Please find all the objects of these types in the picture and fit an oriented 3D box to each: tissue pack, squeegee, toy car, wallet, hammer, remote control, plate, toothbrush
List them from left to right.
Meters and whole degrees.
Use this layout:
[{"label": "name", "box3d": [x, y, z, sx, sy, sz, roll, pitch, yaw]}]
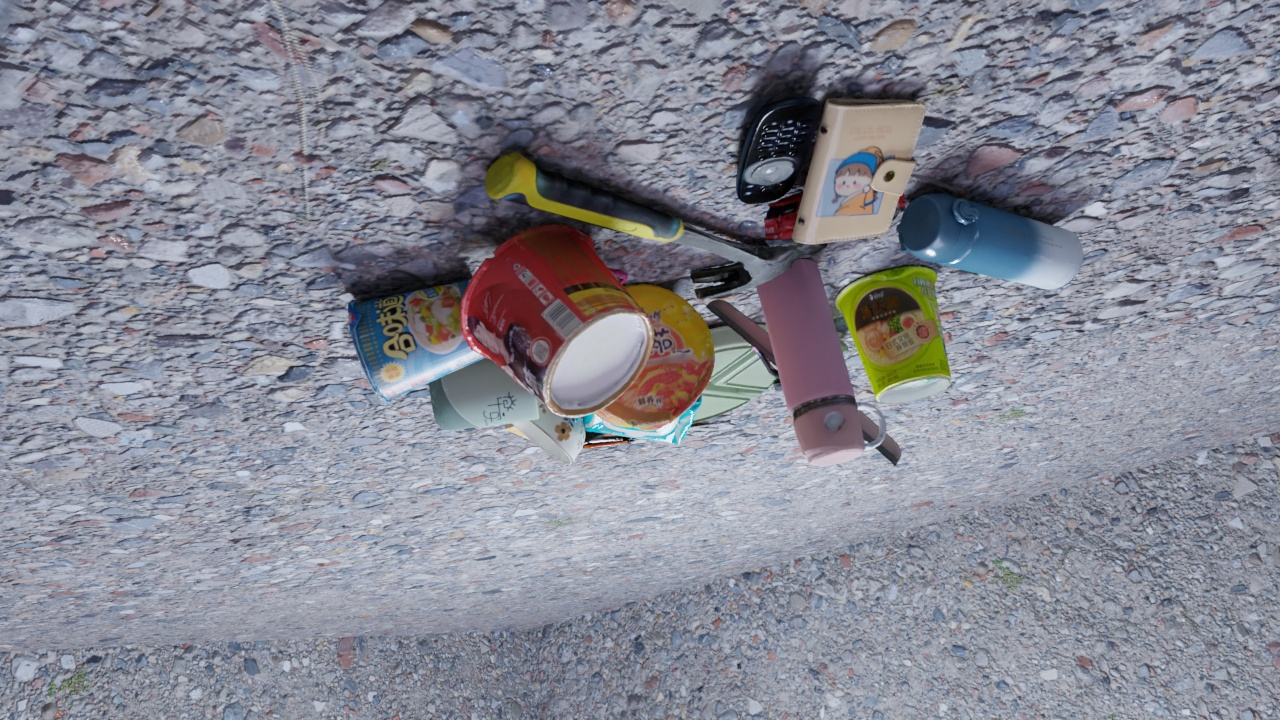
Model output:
[{"label": "tissue pack", "box3d": [-0.004, 0.046, 1.023, 0.133, 0.050, 0.093, 8, 140, -6]}, {"label": "hammer", "box3d": [0.012, -0.110, 0.764, 0.322, 0.031, 0.126, 10, 150, -42]}, {"label": "plate", "box3d": [0.077, 0.025, 1.110, 0.230, 0.027, 0.230, -14, 154, -7]}, {"label": "toothbrush", "box3d": [0.145, 0.005, 1.063, 0.018, 0.014, 0.189, -15, 156, 17]}, {"label": "remote control", "box3d": [0.100, -0.160, 0.687, 0.053, 0.024, 0.137, -10, 161, -6]}, {"label": "squeegee", "box3d": [0.210, -0.006, 1.030, 0.040, 0.247, 0.249, -53, 169, 18]}, {"label": "toy car", "box3d": [0.161, -0.125, 0.763, 0.120, 0.045, 0.053, -15, -169, -12]}, {"label": "wallet", "box3d": [0.168, -0.144, 0.701, 0.087, 0.024, 0.115, -3, 127, -15]}]

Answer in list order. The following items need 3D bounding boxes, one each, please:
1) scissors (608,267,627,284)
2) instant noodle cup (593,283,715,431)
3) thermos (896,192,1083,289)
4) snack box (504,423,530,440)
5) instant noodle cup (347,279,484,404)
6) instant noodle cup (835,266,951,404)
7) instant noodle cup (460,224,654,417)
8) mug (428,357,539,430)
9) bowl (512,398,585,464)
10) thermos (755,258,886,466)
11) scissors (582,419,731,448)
[{"label": "scissors", "box3d": [-0.072, -0.080, 0.827, 0.133, 0.017, 0.057, 11, 156, -36]}, {"label": "instant noodle cup", "box3d": [-0.005, 0.005, 0.923, 0.138, 0.138, 0.110, -6, 167, -11]}, {"label": "thermos", "box3d": [0.332, -0.111, 0.865, 0.220, 0.070, 0.070, 6, 154, -36]}, {"label": "snack box", "box3d": [-0.087, 0.066, 1.172, 0.157, 0.026, 0.084, -19, 156, 20]}, {"label": "instant noodle cup", "box3d": [-0.189, -0.023, 0.816, 0.110, 0.099, 0.099, -17, 159, -2]}, {"label": "instant noodle cup", "box3d": [0.279, -0.022, 0.987, 0.111, 0.123, 0.112, -9, 159, -4]}, {"label": "instant noodle cup", "box3d": [-0.064, -0.026, 0.756, 0.137, 0.108, 0.138, -28, 142, -24]}, {"label": "mug", "box3d": [-0.164, 0.017, 0.953, 0.106, 0.082, 0.112, -7, 129, -7]}, {"label": "bowl", "box3d": [-0.107, 0.065, 1.084, 0.062, 0.113, 0.113, -50, 165, -15]}, {"label": "thermos", "box3d": [0.175, 0.000, 0.893, 0.087, 0.198, 0.067, -11, 158, -4]}, {"label": "scissors", "box3d": [0.014, 0.102, 1.334, 0.190, 0.021, 0.229, -19, 163, 34]}]
